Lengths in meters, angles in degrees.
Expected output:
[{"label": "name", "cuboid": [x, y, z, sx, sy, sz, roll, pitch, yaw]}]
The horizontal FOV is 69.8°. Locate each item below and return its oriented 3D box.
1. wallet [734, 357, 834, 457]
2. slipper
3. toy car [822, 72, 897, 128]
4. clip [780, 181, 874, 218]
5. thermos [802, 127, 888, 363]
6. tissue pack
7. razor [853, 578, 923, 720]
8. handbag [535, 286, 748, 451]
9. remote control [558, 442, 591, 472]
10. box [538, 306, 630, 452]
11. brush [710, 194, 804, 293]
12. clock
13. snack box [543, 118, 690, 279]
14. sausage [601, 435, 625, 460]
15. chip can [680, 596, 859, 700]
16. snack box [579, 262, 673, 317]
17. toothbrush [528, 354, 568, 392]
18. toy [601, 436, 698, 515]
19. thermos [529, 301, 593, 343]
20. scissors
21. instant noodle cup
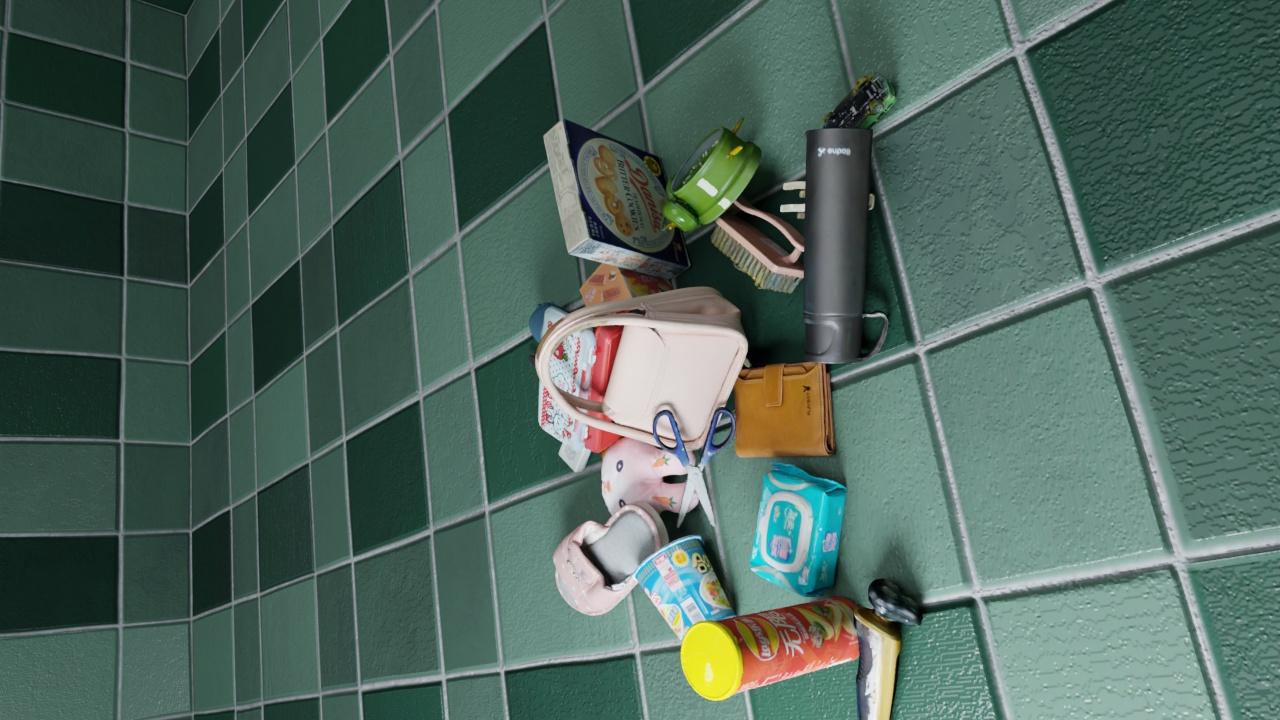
[{"label": "wallet", "cuboid": [0.163, 0.051, 1.057, 0.131, 0.035, 0.119, -8, 86, 47]}, {"label": "slipper", "cuboid": [-0.052, 0.268, 1.212, 0.275, 0.054, 0.114, -45, 69, 47]}, {"label": "toy car", "cuboid": [0.240, -0.271, 1.006, 0.091, 0.036, 0.043, -42, 57, 35]}, {"label": "clip", "cuboid": [0.214, -0.179, 1.038, 0.104, 0.086, 0.035, 5, 87, 20]}, {"label": "thermos", "cuboid": [0.218, -0.120, 0.971, 0.090, 0.068, 0.242, 1, 101, 11]}, {"label": "tissue pack", "cuboid": [0.173, 0.184, 1.011, 0.093, 0.050, 0.133, 9, 92, 49]}, {"label": "razor", "cuboid": [0.245, 0.306, 0.923, 0.068, 0.062, 0.167, 5, 94, 17]}, {"label": "handbag", "cuboid": [-0.006, 0.006, 1.081, 0.093, 0.234, 0.194, -108, 28, -52]}, {"label": "remote control", "cuboid": [-0.082, 0.097, 1.318, 0.049, 0.024, 0.125, 41, 120, 39]}, {"label": "box", "cuboid": [-0.068, 0.017, 1.179, 0.100, 0.094, 0.201, 29, 131, 26]}, {"label": "brush", "cuboid": [0.138, -0.142, 1.084, 0.145, 0.063, 0.073, 50, 125, 41]}, {"label": "clock", "cuboid": [0.078, -0.217, 1.122, 0.162, 0.056, 0.115, -45, 19, 30]}, {"label": "snack box", "cuboid": [-0.030, -0.205, 1.186, 0.046, 0.182, 0.177, -32, 62, 38]}, {"label": "sausage", "cuboid": [-0.013, 0.081, 1.251, 0.021, 0.021, 0.165, 51, 122, 38]}, {"label": "chip can", "cuboid": [0.140, 0.282, 0.912, 0.073, 0.216, 0.073, -6, 82, 47]}, {"label": "snack box", "cuboid": [-0.011, -0.077, 1.216, 0.077, 0.092, 0.094, -45, 54, 34]}, {"label": "toothbrush", "cuboid": [-0.115, 0.038, 1.379, 0.189, 0.016, 0.014, 38, 119, 40]}, {"label": "toy", "cuboid": [0.008, 0.156, 1.197, 0.160, 0.054, 0.121, -14, 78, 41]}, {"label": "thermos", "cuboid": [-0.113, -0.039, 1.291, 0.220, 0.070, 0.070, -148, 70, -73]}, {"label": "scissors", "cuboid": [0.061, 0.123, 1.101, 0.162, 0.162, 0.012, -52, 14, 16]}, {"label": "instant noodle cup", "cuboid": [0.059, 0.281, 1.100, 0.099, 0.099, 0.110, -50, 58, 31]}]
